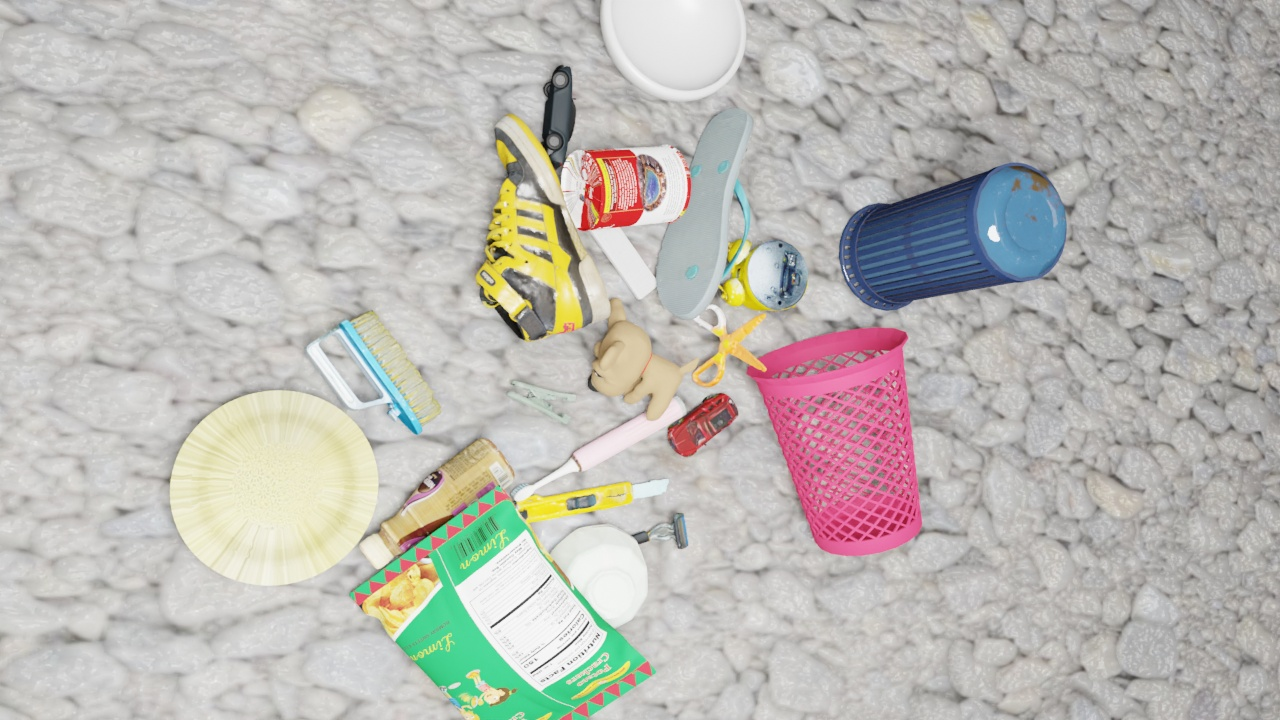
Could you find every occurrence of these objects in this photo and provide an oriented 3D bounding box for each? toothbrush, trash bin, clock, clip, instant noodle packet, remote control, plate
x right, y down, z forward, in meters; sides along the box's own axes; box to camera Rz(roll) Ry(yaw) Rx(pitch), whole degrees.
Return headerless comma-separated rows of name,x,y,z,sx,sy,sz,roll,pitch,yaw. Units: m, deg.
toothbrush,-0.045,0.099,1.022,0.222,0.026,0.027,-27,117,-21
trash bin,0.363,-0.141,1.076,0.139,0.250,0.139,1,86,-22
clock,0.141,-0.101,1.090,0.118,0.057,0.083,9,84,-21
clip,-0.105,0.036,1.004,0.078,0.023,0.050,37,73,-18
instant noodle packet,-0.137,0.274,0.922,0.196,0.090,0.253,-36,101,10
remote control,-0.028,-0.130,1.047,0.033,0.012,0.131,-41,102,-27
plate,-0.352,0.122,0.893,0.184,0.036,0.184,1,87,-22

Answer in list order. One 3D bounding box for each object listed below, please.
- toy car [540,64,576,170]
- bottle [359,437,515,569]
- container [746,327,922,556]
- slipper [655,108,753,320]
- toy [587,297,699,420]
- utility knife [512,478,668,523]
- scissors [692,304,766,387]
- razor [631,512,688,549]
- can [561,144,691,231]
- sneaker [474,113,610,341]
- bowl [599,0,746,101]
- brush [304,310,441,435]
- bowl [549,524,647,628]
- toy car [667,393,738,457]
toy car,-0.090,-0.267,1.014,0.034,0.046,0.112,6,86,-20
bottle,-0.209,0.149,0.936,0.165,0.060,0.059,-38,101,-19
container,0.240,0.097,1.066,0.183,0.183,0.226,-20,102,-22
slipper,0.080,-0.164,1.062,0.054,0.098,0.268,29,67,-43
toy,-0.006,0.006,1.011,0.108,0.134,0.106,34,117,-18
utility knife,-0.055,0.154,1.023,0.190,0.018,0.030,-8,99,-25
scissors,0.097,-0.023,1.051,0.011,0.126,0.128,3,55,-47
razor,-0.016,0.206,1.032,0.144,0.022,0.043,-12,103,-17
can,-0.015,-0.190,1.006,0.116,0.087,0.086,-11,91,-32
sneaker,-0.132,-0.130,0.968,0.122,0.086,0.238,-27,95,-19
bowl,0.030,-0.379,1.056,0.176,0.066,0.176,1,87,-22
brush,-0.266,0.022,0.922,0.075,0.055,0.136,-39,101,-24
bowl,-0.041,0.240,0.984,0.117,0.061,0.117,-3,100,-19
toy car,0.073,0.075,1.067,0.091,0.036,0.042,-35,101,-14
